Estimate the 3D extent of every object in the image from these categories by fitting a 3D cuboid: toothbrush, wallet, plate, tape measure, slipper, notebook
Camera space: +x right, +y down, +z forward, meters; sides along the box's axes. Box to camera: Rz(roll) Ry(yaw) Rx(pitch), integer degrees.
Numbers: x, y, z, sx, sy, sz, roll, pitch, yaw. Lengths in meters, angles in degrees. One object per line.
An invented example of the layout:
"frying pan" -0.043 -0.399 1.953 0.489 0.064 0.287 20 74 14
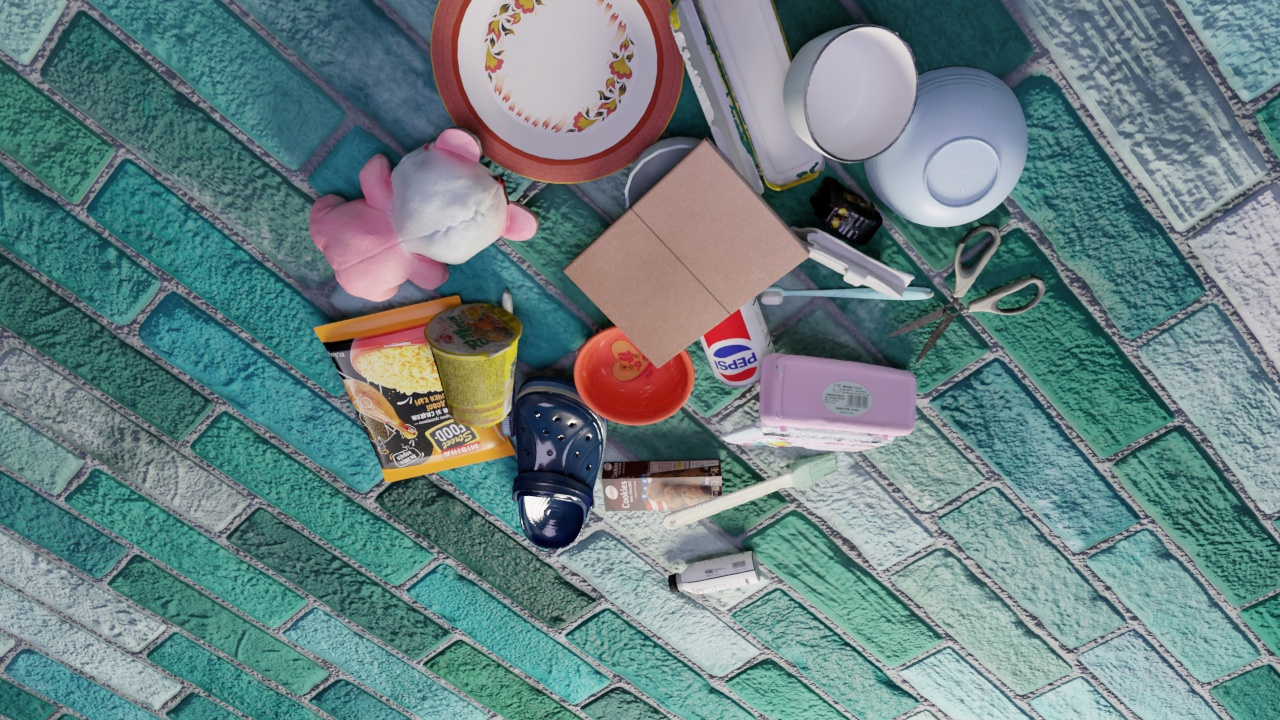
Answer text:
"toothbrush" 0.215 -0.068 0.959 0.181 0.016 0.016 -1 131 2
"toothbrush" -0.148 0.006 1.021 0.017 0.016 0.189 5 119 4
"wallet" 0.202 -0.094 0.904 0.116 0.086 0.032 24 96 -10
"plate" -0.074 -0.273 0.836 0.230 0.021 0.230 1 123 2
"tape measure" 0.201 -0.141 0.880 0.062 0.067 0.038 26 118 -13
"slipper" -0.096 0.134 1.063 0.105 0.095 0.253 6 127 2
"notebook" 0.038 -0.095 0.879 0.141 0.008 0.210 46 127 -9

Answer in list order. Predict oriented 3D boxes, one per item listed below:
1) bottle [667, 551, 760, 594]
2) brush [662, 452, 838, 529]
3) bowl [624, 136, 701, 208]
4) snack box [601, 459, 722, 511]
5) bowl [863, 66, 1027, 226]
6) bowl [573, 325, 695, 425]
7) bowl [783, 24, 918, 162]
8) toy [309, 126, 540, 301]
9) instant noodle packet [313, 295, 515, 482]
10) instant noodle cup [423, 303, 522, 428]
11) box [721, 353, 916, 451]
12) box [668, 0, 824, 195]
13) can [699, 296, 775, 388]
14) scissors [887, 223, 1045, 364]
"bottle" 0.093 0.274 1.173 0.116 0.041 0.041 -14 121 12
"brush" 0.129 0.156 1.082 0.217 0.012 0.033 -20 119 -1
"bowl" 0.037 -0.172 0.878 0.106 0.039 0.106 -3 138 -3
"snack box" 0.027 0.150 1.100 0.141 0.031 0.051 -2 123 4
"bowl" 0.286 -0.184 0.844 0.150 0.074 0.151 2 124 2
"bowl" -0.006 0.006 1.000 0.130 0.045 0.131 2 123 2
"bowl" 0.176 -0.236 0.805 0.116 0.065 0.116 -9 114 -20
"toy" -0.217 -0.136 0.897 0.213 0.084 0.142 -20 120 19
"instant noodle packet" -0.249 0.038 1.039 0.160 0.032 0.221 -12 122 3
"instant noodle cup" -0.173 0.009 0.970 0.102 0.102 0.108 3 125 1
"box" 0.192 0.051 0.992 0.201 0.103 0.101 6 83 -29
"box" 0.100 -0.234 0.820 0.084 0.079 0.210 -16 122 18
"can" 0.091 -0.042 0.950 0.070 0.070 0.132 -17 121 13
"scissors" 0.339 -0.067 0.949 0.157 0.012 0.169 -1 119 0
